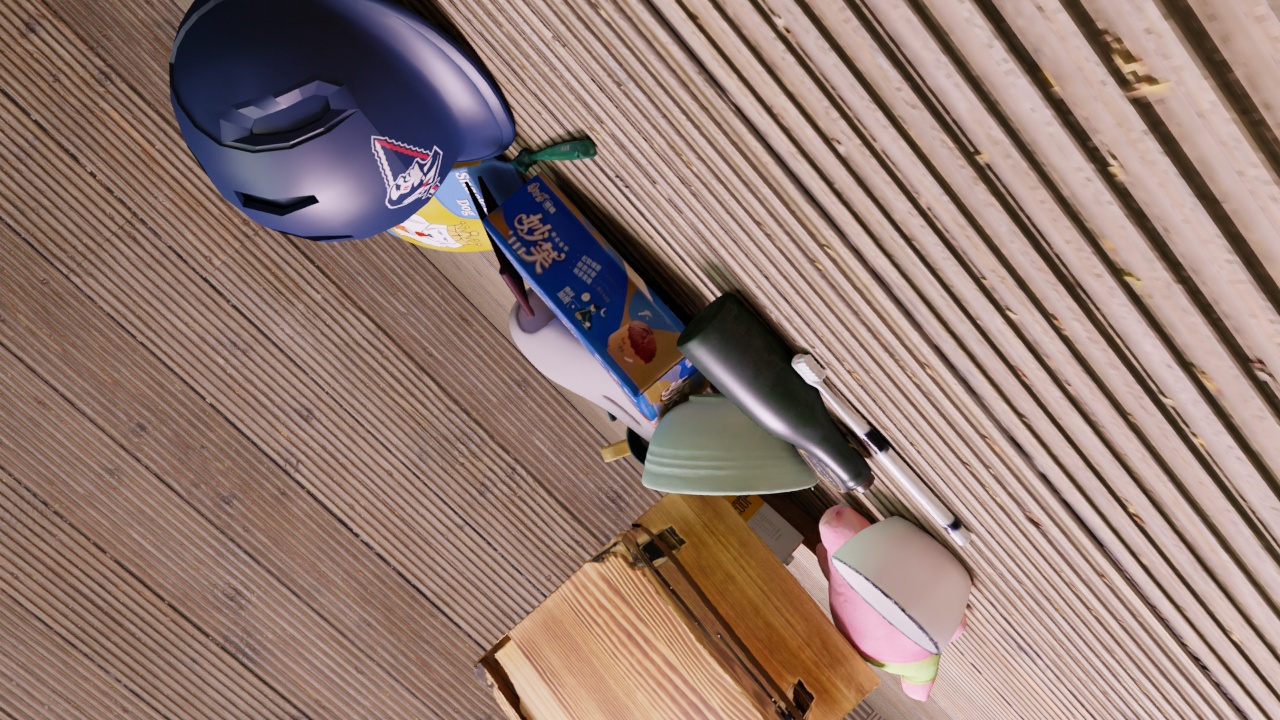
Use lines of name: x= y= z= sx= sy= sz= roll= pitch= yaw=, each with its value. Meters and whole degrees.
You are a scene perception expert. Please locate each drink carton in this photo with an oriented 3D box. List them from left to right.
drink carton: x=0.132 y=0.186 z=1.061 sx=0.122 sy=0.040 sz=0.058 roll=42 pitch=168 yaw=17

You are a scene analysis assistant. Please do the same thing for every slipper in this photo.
slipper: x=-0.006 y=0.005 z=0.920 sx=0.266 sy=0.112 sz=0.081 roll=40 pitch=155 yaw=-6

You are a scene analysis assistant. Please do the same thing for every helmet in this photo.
helmet: x=-0.235 y=-0.204 z=0.734 sx=0.272 sy=0.222 sz=0.232 roll=5 pitch=161 yaw=11

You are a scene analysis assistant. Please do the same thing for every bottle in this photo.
bottle: x=0.104 y=0.030 z=0.652 sx=0.174 sy=0.055 sz=0.055 roll=45 pitch=172 yaw=-10

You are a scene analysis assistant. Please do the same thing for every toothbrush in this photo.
toothbrush: x=-0.070 y=-0.156 z=0.704 sx=0.016 sy=0.017 sz=0.190 roll=48 pitch=171 yaw=-21
toothbrush: x=0.170 y=0.063 z=0.636 sx=0.187 sy=0.012 sz=0.017 roll=46 pitch=168 yaw=-10

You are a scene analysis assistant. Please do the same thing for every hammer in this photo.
hammer: x=0.185 y=0.187 z=1.090 sx=0.301 sy=0.037 sz=0.158 roll=39 pitch=170 yaw=34

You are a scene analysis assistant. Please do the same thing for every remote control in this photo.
remote control: x=0.032 y=-0.040 z=0.798 sx=0.140 sy=0.009 sz=0.030 roll=44 pitch=172 yaw=5

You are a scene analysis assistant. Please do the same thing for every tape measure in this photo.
tape measure: x=0.148 y=0.072 z=0.710 sx=0.061 sy=0.034 sz=0.061 roll=47 pitch=174 yaw=-22

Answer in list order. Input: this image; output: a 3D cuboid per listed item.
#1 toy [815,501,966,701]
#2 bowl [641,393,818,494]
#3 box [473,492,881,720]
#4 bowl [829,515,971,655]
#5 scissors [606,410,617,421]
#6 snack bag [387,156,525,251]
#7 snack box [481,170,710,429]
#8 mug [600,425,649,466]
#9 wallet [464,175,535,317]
toy: x=0.231 y=0.228 z=0.904 sx=0.192 sy=0.096 sz=0.237 roll=24 pitch=146 yaw=56
bowl: x=0.075 y=0.067 z=0.780 sx=0.151 sy=0.150 sz=0.077 roll=-175 pitch=84 yaw=-78
box: x=0.028 y=0.322 z=0.958 sx=0.279 sy=0.323 sz=0.284 roll=51 pitch=169 yaw=11
bowl: x=0.225 y=0.183 z=0.773 sx=0.116 sy=0.065 sz=0.116 roll=43 pitch=172 yaw=8
scissors: x=-0.021 y=-0.003 z=1.003 sx=0.125 sy=0.154 sz=0.019 roll=9 pitch=-164 yaw=35
snack bag: x=-0.195 y=-0.182 z=0.953 sx=0.205 sy=0.102 sz=0.159 roll=18 pitch=163 yaw=19
snack box: x=-0.033 y=-0.045 z=0.800 sx=0.202 sy=0.069 sz=0.155 roll=48 pitch=176 yaw=16
mug: x=0.009 y=0.089 z=1.061 sx=0.107 sy=0.113 sz=0.083 roll=150 pitch=100 yaw=-86
wallet: x=-0.132 y=-0.107 z=0.875 sx=0.091 sy=0.018 sz=0.115 roll=66 pitch=-177 yaw=-65
